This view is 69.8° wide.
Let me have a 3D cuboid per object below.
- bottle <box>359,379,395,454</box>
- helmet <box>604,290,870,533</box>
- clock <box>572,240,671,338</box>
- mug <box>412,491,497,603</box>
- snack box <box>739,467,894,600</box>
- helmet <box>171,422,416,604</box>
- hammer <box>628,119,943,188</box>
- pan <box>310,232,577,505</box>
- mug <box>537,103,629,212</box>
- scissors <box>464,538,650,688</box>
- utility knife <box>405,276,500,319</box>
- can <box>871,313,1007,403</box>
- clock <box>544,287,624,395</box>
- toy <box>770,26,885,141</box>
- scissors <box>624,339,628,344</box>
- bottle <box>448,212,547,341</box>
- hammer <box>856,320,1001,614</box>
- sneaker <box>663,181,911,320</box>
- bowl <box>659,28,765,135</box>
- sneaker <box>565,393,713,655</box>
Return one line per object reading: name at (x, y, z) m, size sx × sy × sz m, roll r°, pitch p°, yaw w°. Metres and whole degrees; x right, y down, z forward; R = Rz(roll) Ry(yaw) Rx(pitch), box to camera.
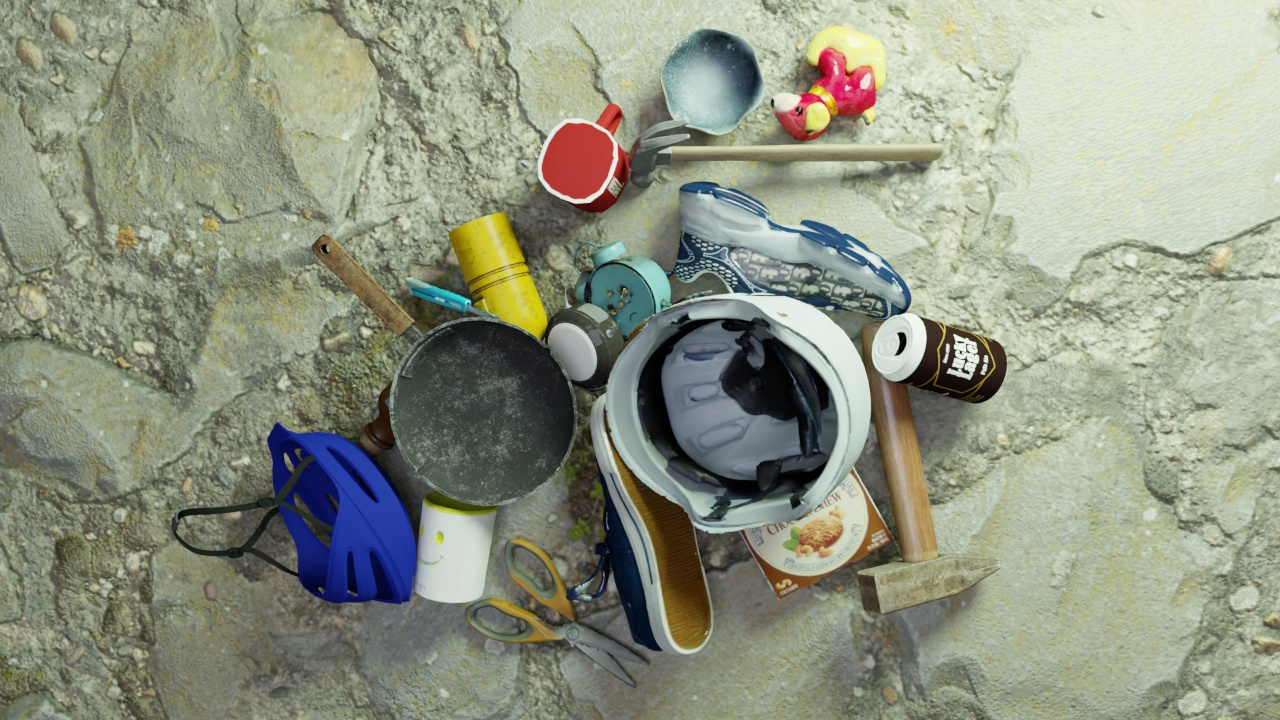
bottle at (-0.255, 0.044, 1.038) m, size 0.157 × 0.067 × 0.068 m, roll -44°, pitch 88°, yaw 7°
helmet at (0.107, 0.039, 0.933) m, size 0.265 × 0.163 × 0.236 m, roll -10°, pitch 98°, yaw 35°
clock at (-0.022, -0.081, 0.998) m, size 0.124 × 0.053 × 0.090 m, roll 44°, pitch 131°, yaw 8°
mug at (-0.211, 0.209, 1.037) m, size 0.082 × 0.082 × 0.106 m, roll 10°, pitch 96°, yaw 5°
snack box at (0.179, 0.165, 1.011) m, size 0.143 × 0.041 × 0.147 m, roll -29°, pitch 90°, yaw 8°
helmet at (-0.365, 0.182, 0.987) m, size 0.148 × 0.227 × 0.241 m, roll -45°, pitch 73°, yaw 40°
hammer at (0.153, -0.216, 0.969) m, size 0.331 × 0.119 × 0.030 m, roll 1°, pitch 79°, yaw -2°
pan at (-0.217, -0.003, 0.974) m, size 0.208 × 0.040 × 0.357 m, roll -42°, pitch 92°, yaw 12°
mug at (-0.052, -0.221, 0.983) m, size 0.080 × 0.096 × 0.116 m, roll 26°, pitch 96°, yaw 4°
scissors at (-0.100, 0.314, 1.065) m, size 0.166 × 0.016 × 0.225 m, roll -44°, pitch 89°, yaw 8°
utility knife at (-0.206, -0.067, 1.012) m, size 0.158 × 0.015 × 0.022 m, roll 19°, pitch 130°, yaw 37°
can at (0.310, -0.001, 0.948) m, size 0.128 × 0.072 × 0.072 m, roll 14°, pitch 96°, yaw -23°
clock at (-0.065, -0.011, 0.998) m, size 0.091 × 0.043 × 0.123 m, roll 32°, pitch 128°, yaw 21°
toy at (0.206, -0.287, 0.973) m, size 0.105 × 0.067 × 0.137 m, roll 41°, pitch 85°, yaw 0°
scissors at (0.003, -0.008, 1.035) m, size 0.133 × 0.012 × 0.084 m, roll 14°, pitch 96°, yaw 6°
bottle at (-0.152, -0.074, 1.018) m, size 0.071 × 0.071 × 0.164 m, roll -21°, pitch 91°, yaw 7°
hammer at (0.286, 0.104, 0.981) m, size 0.157 × 0.037 × 0.300 m, roll -8°, pitch 85°, yaw -21°
sneaker at (0.148, -0.087, 0.982) m, size 0.269 × 0.103 × 0.133 m, roll 23°, pitch 111°, yaw 5°
bowl at (0.077, -0.294, 0.985) m, size 0.110 × 0.055 × 0.110 m, roll 0°, pitch 94°, yaw 6°
sneaker at (-0.018, 0.182, 1.021) m, size 0.128 × 0.120 × 0.294 m, roll -16°, pitch 87°, yaw 47°
